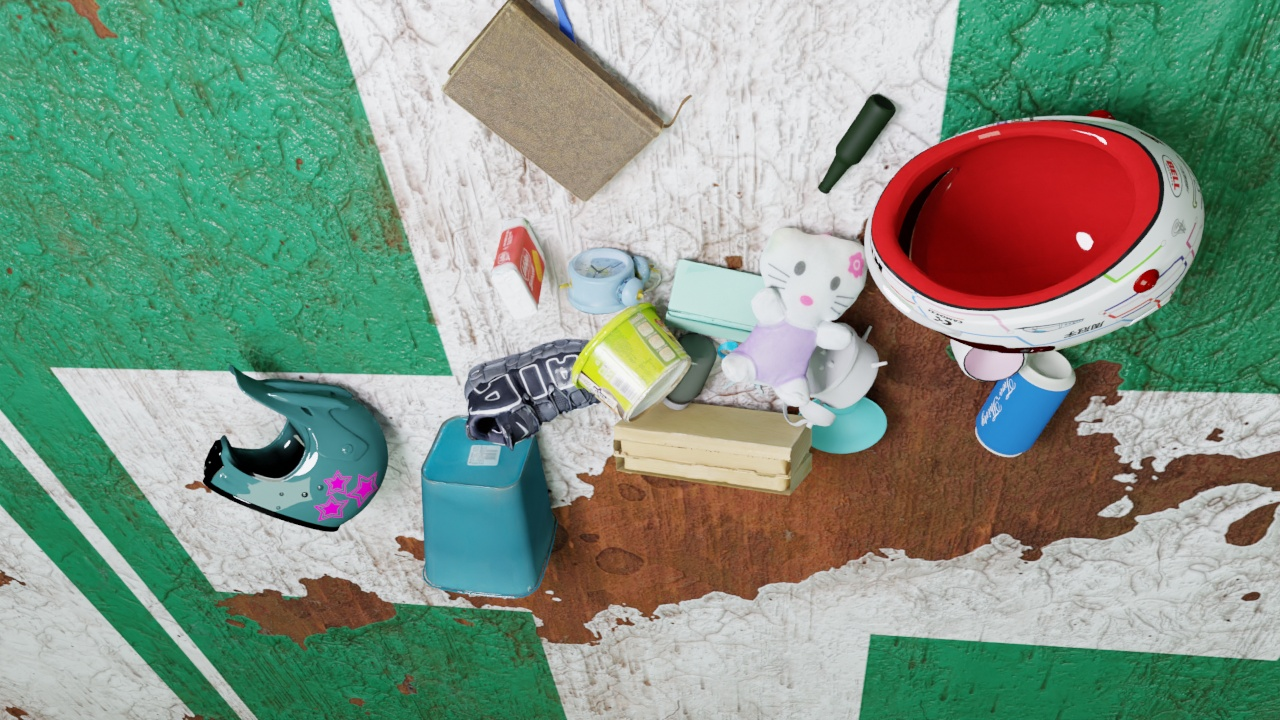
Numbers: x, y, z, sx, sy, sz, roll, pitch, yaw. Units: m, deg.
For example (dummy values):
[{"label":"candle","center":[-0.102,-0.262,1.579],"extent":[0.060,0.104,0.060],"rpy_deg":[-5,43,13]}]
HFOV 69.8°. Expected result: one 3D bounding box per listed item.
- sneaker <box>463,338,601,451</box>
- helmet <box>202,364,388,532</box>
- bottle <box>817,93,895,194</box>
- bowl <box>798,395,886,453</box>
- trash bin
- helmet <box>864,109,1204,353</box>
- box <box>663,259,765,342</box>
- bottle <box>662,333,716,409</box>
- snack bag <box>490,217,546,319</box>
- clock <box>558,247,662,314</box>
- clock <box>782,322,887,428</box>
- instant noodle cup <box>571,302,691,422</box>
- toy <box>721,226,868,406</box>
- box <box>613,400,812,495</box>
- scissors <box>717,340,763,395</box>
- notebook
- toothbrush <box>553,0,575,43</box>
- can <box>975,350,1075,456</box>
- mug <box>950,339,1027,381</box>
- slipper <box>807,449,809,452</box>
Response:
[{"label":"sneaker","center":[-0.143,0.060,1.276],"extent":[0.253,0.150,0.097],"rpy_deg":[-11,130,17]},{"label":"helmet","center":[-0.510,0.124,1.376],"extent":[0.274,0.200,0.176],"rpy_deg":[28,178,-34]},{"label":"bottle","center":[0.232,-0.233,1.007],"extent":[0.033,0.033,0.123],"rpy_deg":[22,134,-10]},{"label":"bowl","center":[0.280,0.073,1.283],"extent":[0.121,0.046,0.121],"rpy_deg":[5,134,5]},{"label":"trash bin","center":[-0.241,0.220,1.432],"extent":[0.196,0.198,0.219],"rpy_deg":[5,127,5]},{"label":"helmet","center":[0.396,-0.122,0.946],"extent":[0.315,0.230,0.236],"rpy_deg":[-11,165,15]},{"label":"box","center":[0.129,-0.068,1.188],"extent":[0.187,0.078,0.113],"rpy_deg":[11,163,2]},{"label":"bottle","center":[0.063,0.017,1.260],"extent":[0.060,0.060,0.109],"rpy_deg":[16,134,-5]},{"label":"snack bag","center":[-0.149,-0.114,1.136],"extent":[0.036,0.115,0.077],"rpy_deg":[-13,130,14]},{"label":"clock","center":[-0.035,-0.100,1.147],"extent":[0.124,0.088,0.052],"rpy_deg":[4,128,10]},{"label":"clock","center":[0.240,0.021,1.195],"extent":[0.061,0.119,0.160],"rpy_deg":[31,121,-25]},{"label":"instant noodle cup","center":[-0.007,0.007,1.181],"extent":[0.098,0.145,0.147],"rpy_deg":[44,134,12]},{"label":"toy","center":[0.189,-0.056,1.107],"extent":[0.137,0.085,0.209],"rpy_deg":[22,96,-2]},{"label":"box","center":[0.101,0.121,1.260],"extent":[0.249,0.127,0.092],"rpy_deg":[4,111,22]},{"label":"scissors","center":[0.158,0.012,1.261],"extent":[0.127,0.014,0.127],"rpy_deg":[-8,139,21]},{"label":"notebook","center":[-0.082,-0.290,1.000],"extent":[0.215,0.034,0.191],"rpy_deg":[37,134,-23]},{"label":"toothbrush","center":[-0.074,-0.335,0.985],"extent":[0.016,0.011,0.187],"rpy_deg":[-4,136,14]},{"label":"can","center":[0.500,0.054,1.201],"extent":[0.079,0.078,0.146],"rpy_deg":[11,134,0]},{"label":"mug","center":[0.446,-0.032,1.130],"extent":[0.124,0.076,0.090],"rpy_deg":[-28,123,32]},{"label":"slipper","center":[0.138,0.131,1.359],"extent":[0.222,0.055,0.107],"rpy_deg":[-3,131,12]}]
